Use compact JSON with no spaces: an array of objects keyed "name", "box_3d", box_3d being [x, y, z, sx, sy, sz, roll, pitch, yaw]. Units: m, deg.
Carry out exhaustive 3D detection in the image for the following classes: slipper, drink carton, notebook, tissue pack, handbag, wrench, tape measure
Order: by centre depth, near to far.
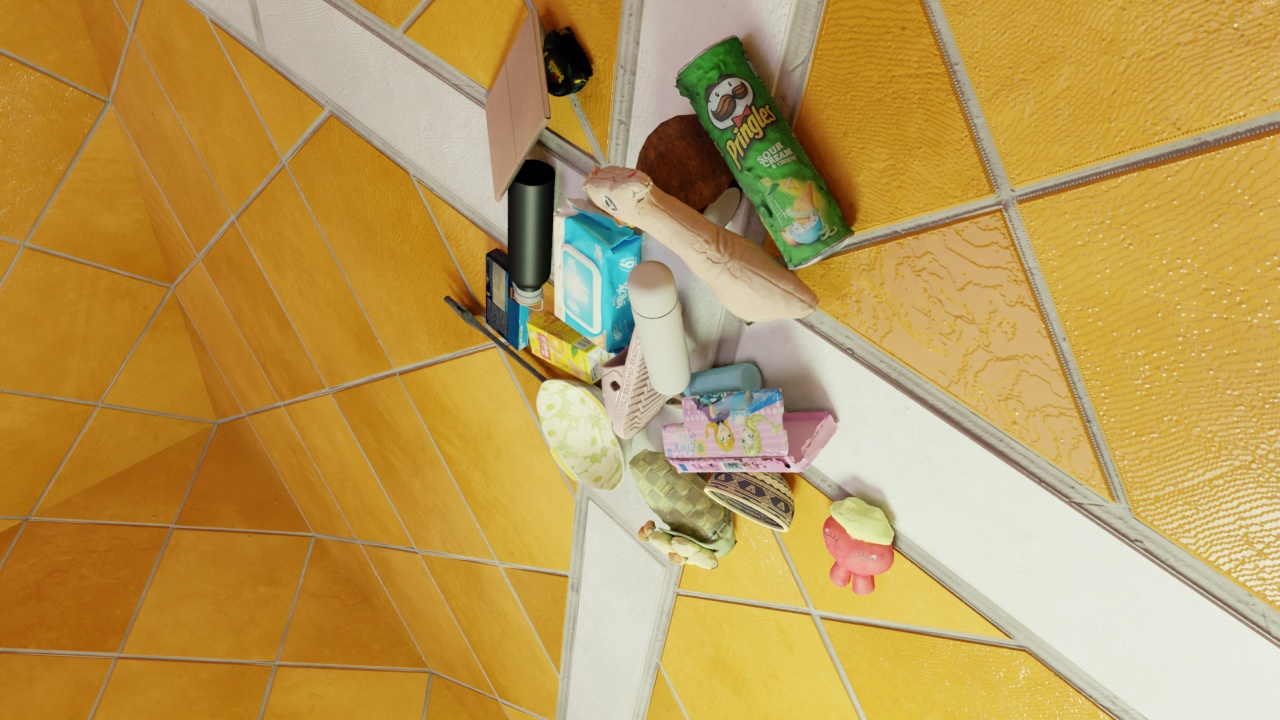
[{"name":"tape measure","box_3d":[-0.088,-0.336,1.053,0.067,0.038,0.063,56,139,0]},{"name":"notebook","box_3d":[-0.152,-0.302,1.112,0.210,0.008,0.141,145,120,-61]},{"name":"slipper","box_3d":[-0.007,0.007,1.177,0.064,0.094,0.240,35,137,22]},{"name":"tissue pack","box_3d":[-0.057,-0.101,1.180,0.117,0.065,0.210,37,143,30]},{"name":"handbag","box_3d":[0.046,0.206,1.238,0.186,0.116,0.113,40,169,23]},{"name":"drink carton","box_3d":[-0.107,-0.019,1.327,0.135,0.042,0.059,27,137,38]},{"name":"wrench","box_3d":[-0.224,-0.026,1.471,0.273,0.018,0.073,37,170,25]}]

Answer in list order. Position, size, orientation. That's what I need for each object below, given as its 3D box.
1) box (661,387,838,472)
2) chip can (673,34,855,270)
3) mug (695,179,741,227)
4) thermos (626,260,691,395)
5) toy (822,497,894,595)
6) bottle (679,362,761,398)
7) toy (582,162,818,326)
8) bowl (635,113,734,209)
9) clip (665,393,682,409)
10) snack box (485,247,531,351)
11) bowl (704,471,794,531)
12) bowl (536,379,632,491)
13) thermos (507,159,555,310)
[{"name":"box","box_3d":[0.109,0.074,1.079,0.231,0.085,0.096,-9,119,54]},{"name":"chip can","box_3d":[0.119,-0.193,0.874,0.223,0.075,0.076,59,146,-2]},{"name":"mug","box_3d":[0.042,-0.172,0.958,0.082,0.105,0.073,42,135,22]},{"name":"thermos","box_3d":[0.023,-0.033,1.034,0.052,0.052,0.224,39,163,25]},{"name":"toy","box_3d":[0.250,0.215,1.062,0.092,0.045,0.135,32,133,36]},{"name":"bottle","box_3d":[0.091,0.029,1.117,0.130,0.040,0.040,-12,107,55]},{"name":"toy","box_3d":[0.051,-0.107,0.922,0.264,0.065,0.196,27,166,-13]},{"name":"bowl","box_3d":[0.045,-0.206,0.920,0.102,0.114,0.026,15,162,13]},{"name":"clip","box_3d":[0.057,0.056,1.198,0.061,0.024,0.043,25,134,34]},{"name":"snack box","box_3d":[-0.202,-0.091,1.403,0.082,0.027,0.150,39,144,23]},{"name":"bowl","box_3d":[0.142,0.157,1.127,0.112,0.061,0.112,27,167,7]},{"name":"bowl","box_3d":[-0.072,0.100,1.364,0.188,0.060,0.220,48,144,14]},{"name":"thermos","box_3d":[-0.151,-0.159,1.252,0.061,0.061,0.232,38,142,27]}]
